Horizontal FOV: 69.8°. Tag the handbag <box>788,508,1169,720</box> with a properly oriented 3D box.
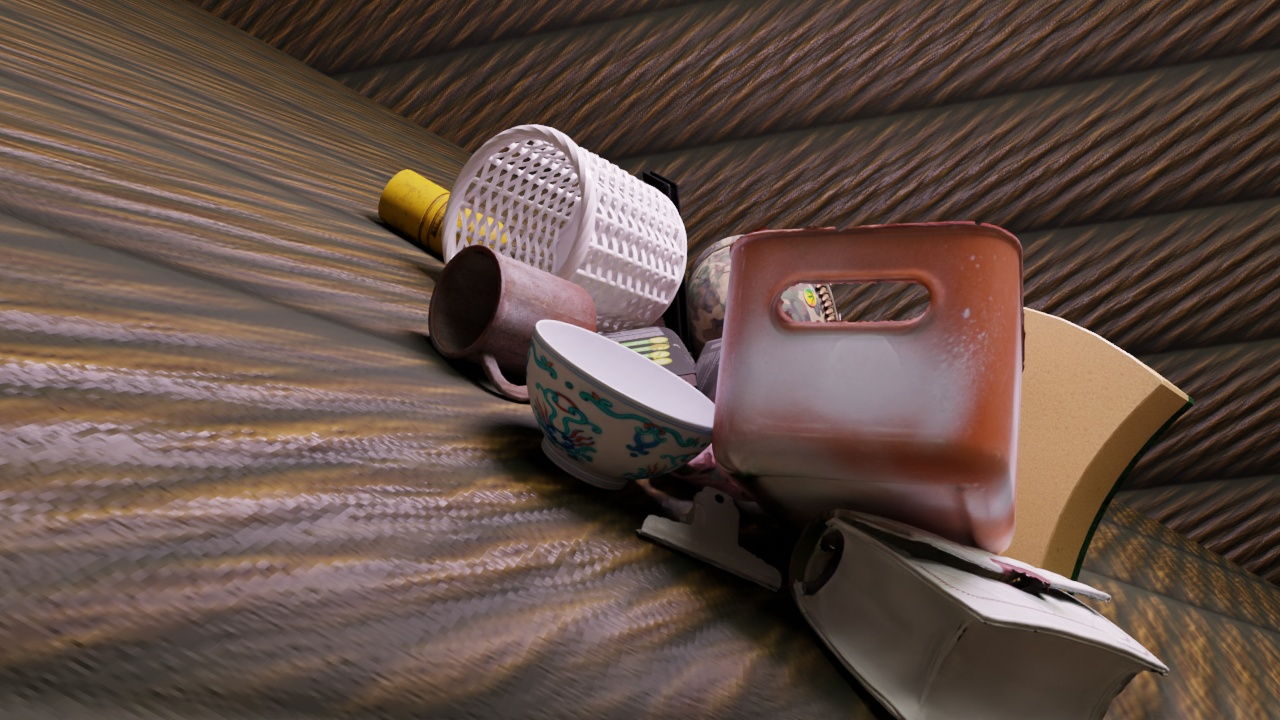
[{"bbox_3d":[0.207,0.162,0.568,0.198,0.096,0.142,20,12,-29],"label":"handbag"}]

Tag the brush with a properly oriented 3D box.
[{"bbox_3d":[0.327,0.085,0.813,0.075,0.250,0.195,19,10,-41],"label":"brush"}]

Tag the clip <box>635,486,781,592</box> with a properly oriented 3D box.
[{"bbox_3d":[0.045,0.109,0.589,0.101,0.040,0.054,26,23,-15],"label":"clip"}]

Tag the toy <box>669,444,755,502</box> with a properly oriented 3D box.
[{"bbox_3d":[0.050,0.069,0.720,0.099,0.053,0.095,22,20,-22],"label":"toy"}]

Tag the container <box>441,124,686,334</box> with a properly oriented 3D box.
[{"bbox_3d":[-0.075,-0.125,0.962,0.189,0.189,0.186,35,12,32],"label":"container"}]

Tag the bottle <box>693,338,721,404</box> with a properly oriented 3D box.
[{"bbox_3d":[0.082,0.022,0.818,0.046,0.083,0.174,27,-7,-7],"label":"bottle"}]

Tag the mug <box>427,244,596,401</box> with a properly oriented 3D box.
[{"bbox_3d":[-0.097,-0.020,0.726,0.110,0.096,0.122,14,53,-42],"label":"mug"}]

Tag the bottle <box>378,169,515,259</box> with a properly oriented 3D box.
[{"bbox_3d":[-0.217,-0.153,1.064,0.164,0.071,0.071,30,11,11],"label":"bottle"}]

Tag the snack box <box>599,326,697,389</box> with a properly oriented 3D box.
[{"bbox_3d":[-0.005,0.005,0.860,0.080,0.025,0.147,-9,19,-10],"label":"snack box"}]

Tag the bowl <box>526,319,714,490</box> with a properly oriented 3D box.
[{"bbox_3d":[-0.022,0.039,0.622,0.144,0.074,0.144,27,11,-6],"label":"bowl"}]

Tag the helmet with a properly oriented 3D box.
[{"bbox_3d":[0.149,-0.046,1.150,0.224,0.193,0.235,55,21,-16],"label":"helmet"}]

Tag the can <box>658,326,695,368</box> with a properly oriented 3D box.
[{"bbox_3d":[0.027,0.001,0.990,0.054,0.054,0.137,26,11,-13],"label":"can"}]

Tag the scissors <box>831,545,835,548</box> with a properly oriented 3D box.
[{"bbox_3d":[0.179,0.153,0.749,0.130,0.019,0.150,26,10,-8],"label":"scissors"}]

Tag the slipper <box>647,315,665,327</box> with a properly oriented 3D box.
[{"bbox_3d":[-0.037,-0.073,1.160,0.094,0.065,0.239,19,26,-24],"label":"slipper"}]

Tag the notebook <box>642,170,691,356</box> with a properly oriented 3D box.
[{"bbox_3d":[0.031,-0.109,1.125,0.019,0.232,0.169,-8,18,-8],"label":"notebook"}]

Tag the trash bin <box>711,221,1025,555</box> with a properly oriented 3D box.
[{"bbox_3d":[0.164,0.035,0.629,0.182,0.157,0.260,1,-22,23],"label":"trash bin"}]
